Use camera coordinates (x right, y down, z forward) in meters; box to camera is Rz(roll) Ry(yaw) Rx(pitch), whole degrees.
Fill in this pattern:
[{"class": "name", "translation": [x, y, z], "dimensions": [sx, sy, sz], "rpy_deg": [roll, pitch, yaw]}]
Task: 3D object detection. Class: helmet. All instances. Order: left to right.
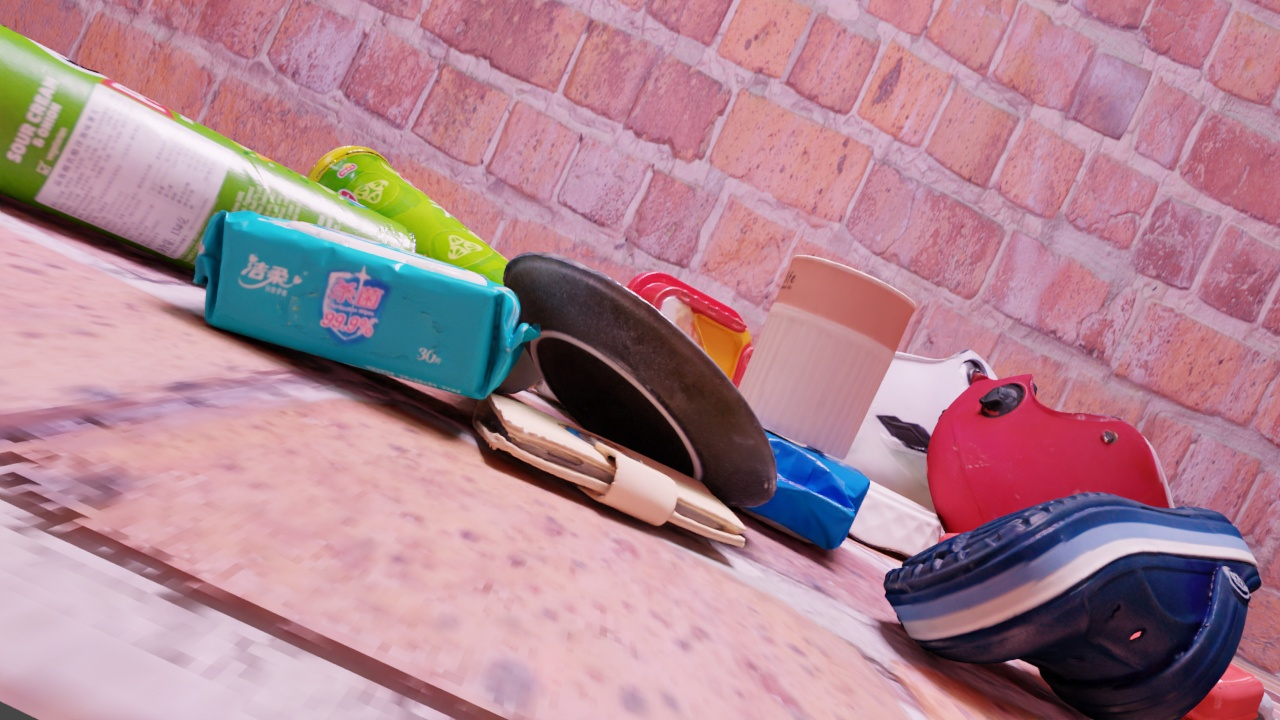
[{"class": "helmet", "translation": [0.278, 0.096, 0.986], "dimensions": [0.230, 0.145, 0.258], "rpy_deg": [-22, -34, 39]}, {"class": "helmet", "translation": [0.327, 0.125, 0.791], "dimensions": [0.207, 0.144, 0.240], "rpy_deg": [57, -8, -31]}]

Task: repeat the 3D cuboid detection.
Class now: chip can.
[{"class": "chip can", "translation": [-0.225, -0.083, 0.437], "dimensions": [0.235, 0.072, 0.072], "rpy_deg": [26, 1, -36]}, {"class": "chip can", "translation": [-0.137, -0.063, 0.605], "dimensions": [0.221, 0.072, 0.072], "rpy_deg": [38, 7, 28]}]

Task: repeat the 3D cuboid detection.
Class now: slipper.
[{"class": "slipper", "translation": [0.210, 0.119, 0.421], "dimensions": [0.252, 0.105, 0.095], "rpy_deg": [7, 54, -39]}]

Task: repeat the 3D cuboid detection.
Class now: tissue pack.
[{"class": "tissue pack", "translation": [-0.109, -0.024, 0.394], "dimensions": [0.133, 0.050, 0.093], "rpy_deg": [16, 3, -6]}, {"class": "tissue pack", "translation": [0.092, 0.078, 0.579], "dimensions": [0.095, 0.052, 0.157], "rpy_deg": [24, 0, 12]}]

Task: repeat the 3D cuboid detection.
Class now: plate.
[{"class": "plate", "translation": [-0.009, 0.020, 0.469], "dimensions": [0.179, 0.024, 0.180], "rpy_deg": [34, -22, 16]}, {"class": "plate", "translation": [0.173, 0.117, 0.813], "dimensions": [0.205, 0.045, 0.205], "rpy_deg": [26, 2, -1]}]

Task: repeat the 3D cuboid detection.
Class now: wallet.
[{"class": "wallet", "translation": [-0.013, 0.047, 0.394], "dimensions": [0.115, 0.024, 0.087], "rpy_deg": [27, 2, -18]}]

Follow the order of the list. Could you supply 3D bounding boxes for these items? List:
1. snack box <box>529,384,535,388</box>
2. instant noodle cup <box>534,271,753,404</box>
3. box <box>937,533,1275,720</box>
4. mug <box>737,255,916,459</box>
[{"class": "snack box", "translation": [-0.133, -0.019, 0.704], "dimensions": [0.075, 0.026, 0.154], "rpy_deg": [25, 1, -29]}, {"class": "instant noodle cup", "translation": [-0.004, 0.004, 0.648], "dimensions": [0.116, 0.116, 0.124], "rpy_deg": [25, -10, -37]}, {"class": "box", "translation": [0.308, 0.183, 0.612], "dimensions": [0.161, 0.059, 0.201], "rpy_deg": [30, -1, -38]}, {"class": "mug", "translation": [0.120, 0.002, 0.587], "dimensions": [0.082, 0.106, 0.114], "rpy_deg": [24, 1, 32]}]
